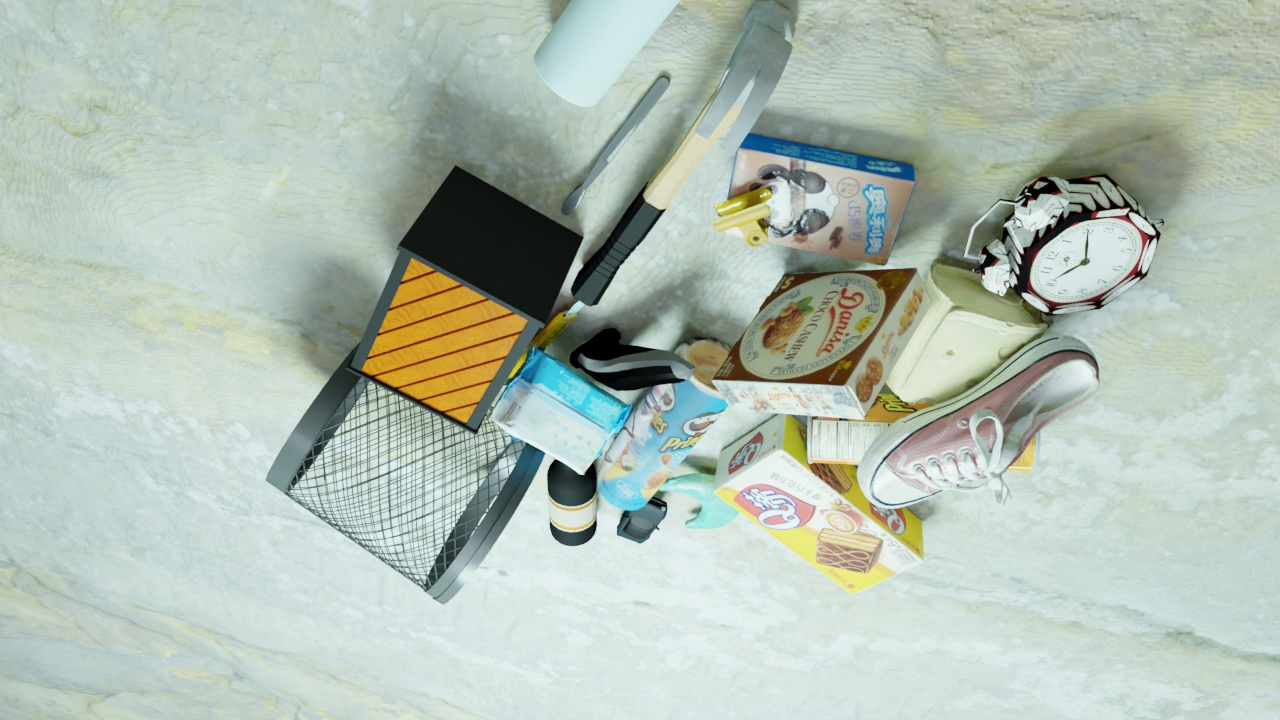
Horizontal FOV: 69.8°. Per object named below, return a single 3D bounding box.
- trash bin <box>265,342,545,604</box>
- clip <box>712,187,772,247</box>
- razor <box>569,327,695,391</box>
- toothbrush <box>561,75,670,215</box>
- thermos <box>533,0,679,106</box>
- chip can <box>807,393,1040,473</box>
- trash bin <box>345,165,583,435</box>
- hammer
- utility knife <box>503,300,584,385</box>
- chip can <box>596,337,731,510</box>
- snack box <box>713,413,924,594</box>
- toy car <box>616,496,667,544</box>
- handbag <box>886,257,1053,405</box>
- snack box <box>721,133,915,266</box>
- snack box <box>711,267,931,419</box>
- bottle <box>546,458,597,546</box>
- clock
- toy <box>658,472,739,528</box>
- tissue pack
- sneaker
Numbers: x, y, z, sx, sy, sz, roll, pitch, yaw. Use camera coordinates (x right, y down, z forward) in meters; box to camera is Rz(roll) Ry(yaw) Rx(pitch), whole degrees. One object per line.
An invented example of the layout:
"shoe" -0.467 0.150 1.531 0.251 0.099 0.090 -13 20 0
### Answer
"trash bin" -0.256 0.114 1.013 0.227 0.217 0.218 34 130 -10
"clip" 0.093 -0.119 0.791 0.054 0.044 0.049 -16 98 26
"razor" -0.005 0.005 0.919 0.057 0.060 0.156 14 -177 -40
"toothbrush" -0.025 -0.189 0.820 0.013 0.013 0.168 34 128 -14
"thermos" 0.000 -0.287 0.694 0.077 0.065 0.207 19 136 -33
"chip can" 0.279 0.071 0.920 0.215 0.075 0.075 1 130 14
"trash bin" -0.169 -0.056 0.886 0.139 0.139 0.172 29 131 -10
"hammer" 0.021 -0.151 0.787 0.039 0.130 0.329 30 139 -11
"utility knife" -0.106 -0.020 0.978 0.180 0.030 0.017 -45 73 37
"chip can" 0.026 0.072 0.990 0.080 0.079 0.230 27 132 -9
"snack box" 0.201 0.165 1.031 0.230 0.061 0.110 38 129 -18
"toy car" 0.000 0.195 1.117 0.046 0.034 0.112 21 146 -4
"handbag" 0.294 -0.020 0.835 0.111 0.081 0.120 14 131 -5
"snack box" 0.152 -0.140 0.800 0.151 0.034 0.087 12 132 4
"snack box" 0.157 -0.017 0.801 0.147 0.142 0.041 3 137 47
"bottle" -0.081 0.142 1.087 0.059 0.059 0.182 9 131 7
"clock" 0.340 -0.102 0.759 0.154 0.065 0.115 8 134 -13
"toy" 0.076 0.163 1.078 0.085 0.033 0.105 -15 133 19
"tissue pack" -0.085 0.055 0.963 0.144 0.093 0.062 34 175 -33
"sneaker" 0.299 0.075 0.811 0.118 0.087 0.242 35 123 -22
